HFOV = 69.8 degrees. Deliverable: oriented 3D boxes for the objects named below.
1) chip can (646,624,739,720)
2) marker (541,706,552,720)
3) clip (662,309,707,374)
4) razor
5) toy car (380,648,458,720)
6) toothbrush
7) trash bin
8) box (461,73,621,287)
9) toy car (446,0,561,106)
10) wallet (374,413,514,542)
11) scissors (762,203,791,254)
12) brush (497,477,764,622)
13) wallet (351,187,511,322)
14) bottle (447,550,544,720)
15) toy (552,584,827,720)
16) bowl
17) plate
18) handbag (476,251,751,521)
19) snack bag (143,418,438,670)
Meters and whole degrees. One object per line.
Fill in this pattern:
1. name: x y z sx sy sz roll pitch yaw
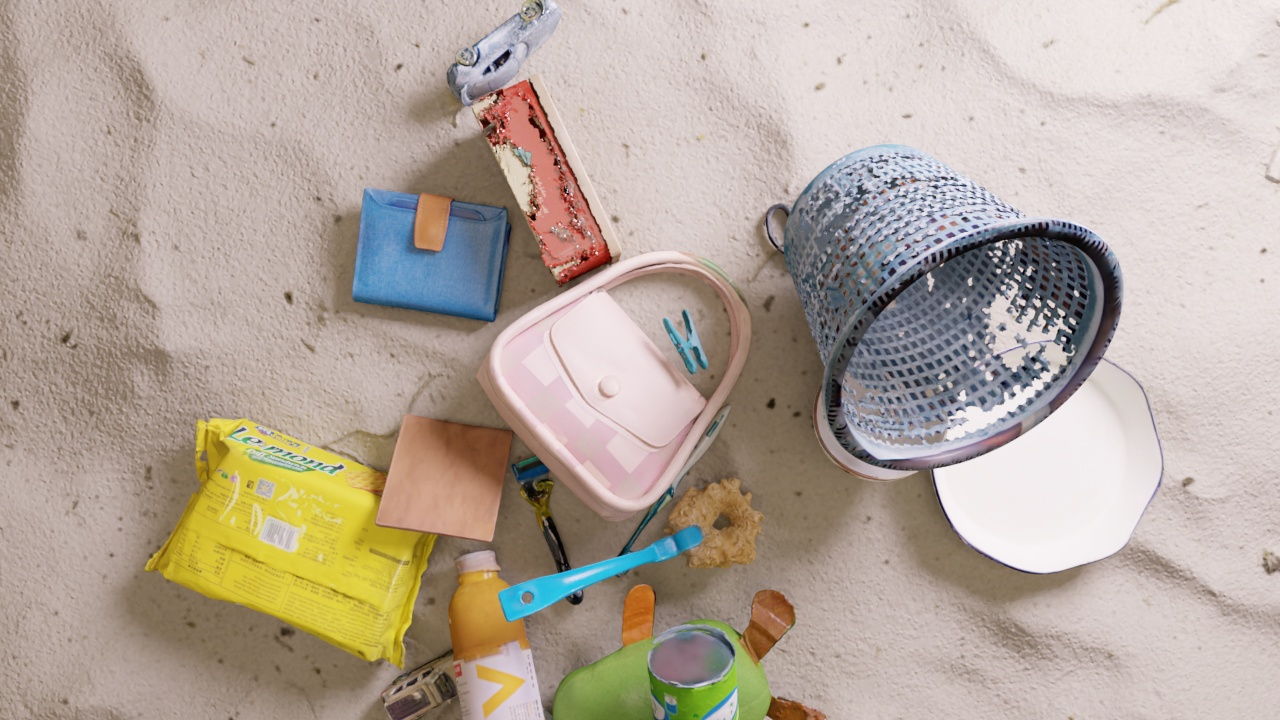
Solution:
1. chip can: 0.048 0.329 0.738 0.072 0.072 0.236 -5 111 0
2. marker: -0.091 0.327 0.843 0.130 0.018 0.023 41 106 -2
3. clip: 0.039 -0.015 0.787 0.041 0.014 0.056 -20 81 -19
4. razor: -0.081 0.156 0.838 0.042 0.022 0.142 -20 93 -36
5. toy car: -0.190 0.298 0.835 0.090 0.035 0.042 -28 92 -2
6. toothbrush: 0.029 0.121 0.840 0.018 0.016 0.191 35 92 -11
7. trash bin: 0.215 -0.060 0.717 0.226 0.195 0.227 -9 131 -10
8. box: -0.087 -0.149 0.794 0.079 0.091 0.168 -26 91 -3
9. toy car: -0.118 -0.273 0.809 0.120 0.054 0.037 -40 88 0
10. wallet: -0.169 0.102 0.802 0.101 0.020 0.115 10 51 -4
11. scissors: 0.182 -0.079 0.835 0.172 0.014 0.145 28 93 -1
12. brush: 0.001 0.164 0.774 0.254 0.046 0.083 -15 73 -29
13. wallet: -0.187 -0.095 0.824 0.133 0.040 0.106 9 96 -1
14. bottle: -0.129 0.264 0.805 0.068 0.068 0.189 -14 74 0
15. toy: 0.032 0.294 0.808 0.247 0.090 0.227 -14 103 4
16. bowl: 0.207 0.053 0.808 0.113 0.062 0.113 -2 75 6
17. plate: 0.357 0.085 0.824 0.205 0.045 0.205 0 92 1
18. handbag: -0.005 0.005 0.812 0.234 0.093 0.193 -43 90 -11
19. snack bag: -0.299 0.160 0.815 0.246 0.068 0.158 21 91 0
